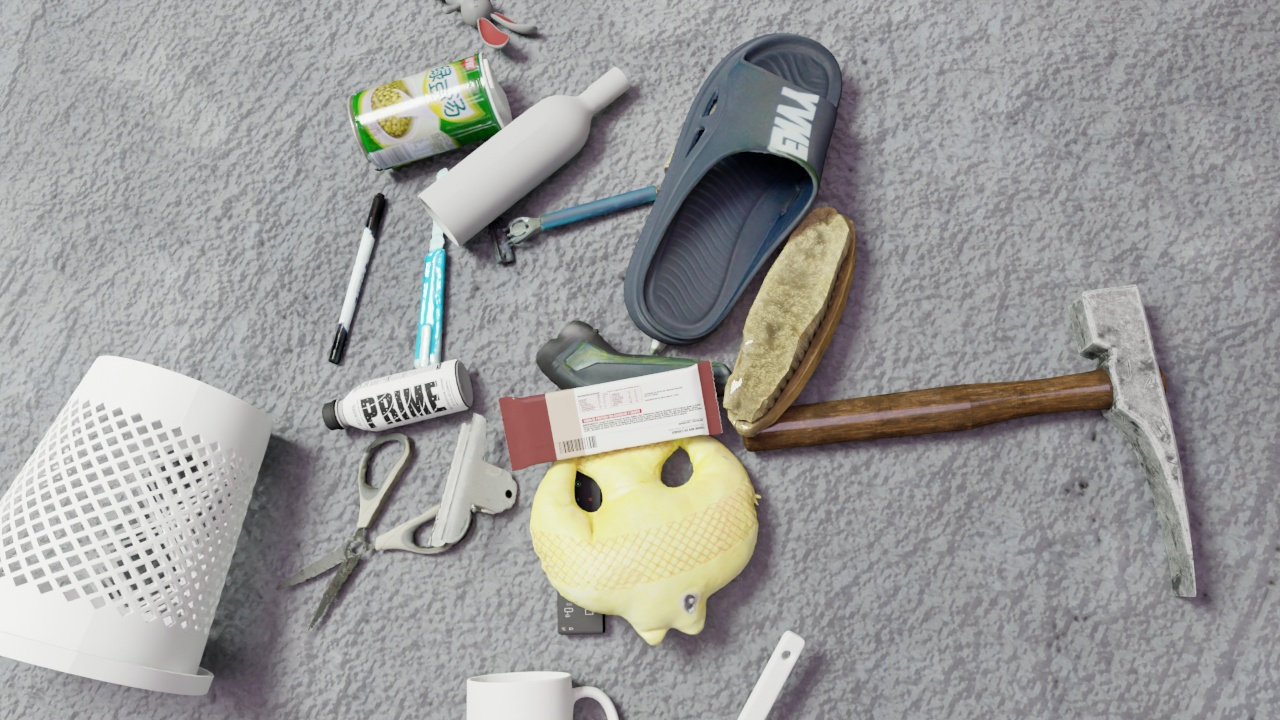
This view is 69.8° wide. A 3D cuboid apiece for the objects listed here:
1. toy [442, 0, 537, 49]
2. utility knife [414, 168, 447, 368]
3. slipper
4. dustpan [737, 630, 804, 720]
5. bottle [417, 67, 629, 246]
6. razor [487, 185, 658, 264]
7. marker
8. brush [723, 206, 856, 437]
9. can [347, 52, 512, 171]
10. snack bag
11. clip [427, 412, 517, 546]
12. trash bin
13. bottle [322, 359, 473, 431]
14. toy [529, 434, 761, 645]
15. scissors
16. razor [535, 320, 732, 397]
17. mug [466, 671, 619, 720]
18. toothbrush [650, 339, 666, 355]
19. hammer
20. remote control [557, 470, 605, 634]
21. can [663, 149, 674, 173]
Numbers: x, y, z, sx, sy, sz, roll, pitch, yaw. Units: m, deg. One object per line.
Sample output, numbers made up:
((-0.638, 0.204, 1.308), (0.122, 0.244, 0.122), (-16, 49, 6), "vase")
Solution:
((-0.144, -0.307, 0.804), (0.112, 0.030, 0.049), (39, 56, 16), "toy")
((-0.169, -0.077, 0.762), (0.022, 0.015, 0.178), (2, 79, 8), "utility knife")
((0.076, -0.135, 0.690), (0.110, 0.083, 0.268), (29, 84, -16), "slipper")
((0.047, 0.303, 0.620), (0.163, 0.033, 0.257), (29, 88, -4), "dustpan")
((-0.089, -0.174, 0.752), (0.195, 0.052, 0.052), (-40, 75, -9), "bottle")
((-0.055, -0.119, 0.754), (0.144, 0.022, 0.042), (-16, 77, 3), "razor")
((-0.238, -0.070, 0.773), (0.011, 0.011, 0.152), (10, 79, 10), "marker")
((0.113, -0.033, 0.687), (0.059, 0.043, 0.195), (18, 70, 29), "brush")
((-0.174, -0.207, 0.767), (0.121, 0.067, 0.067), (-16, 75, 4), "can")
((-0.022, 0.040, 0.674), (0.158, 0.013, 0.057), (-11, 97, -1), "snack bag")
((-0.129, 0.096, 0.707), (0.058, 0.052, 0.102), (0, 65, 25), "clip")
((-0.374, 0.115, 0.670), (0.195, 0.196, 0.199), (13, 69, 10), "trash bin")
((-0.194, 0.032, 0.728), (0.116, 0.041, 0.041), (-14, 76, 4), "bottle")
((0.008, 0.124, 0.665), (0.170, 0.065, 0.154), (-12, 65, -8), "toy")
((-0.209, 0.131, 0.722), (0.157, 0.012, 0.165), (-3, 76, 7), "scissors")
((-0.004, 0.004, 0.703), (0.151, 0.054, 0.067), (2, 86, 3), "razor")
((-0.067, 0.269, 0.647), (0.110, 0.074, 0.090), (2, 76, -18), "mug")
((0.051, -0.088, 0.736), (0.017, 0.016, 0.189), (24, 81, 24), "toothbrush")
((0.228, 0.072, 0.665), (0.301, 0.037, 0.217), (-8, 76, 7), "hammer")
((-0.046, 0.131, 0.699), (0.034, 0.013, 0.150), (-3, 77, 7), "remote control")
((0.054, -0.179, 0.744), (0.038, 0.038, 0.079), (28, 82, 13), "can")
